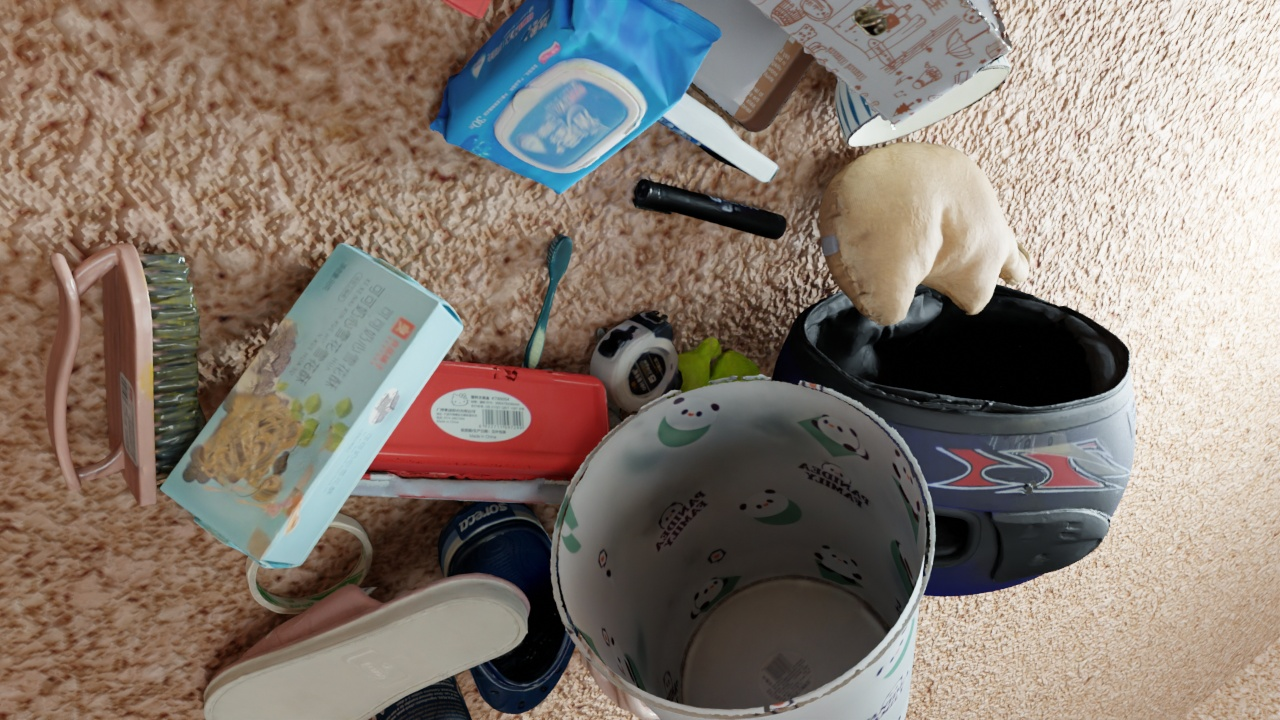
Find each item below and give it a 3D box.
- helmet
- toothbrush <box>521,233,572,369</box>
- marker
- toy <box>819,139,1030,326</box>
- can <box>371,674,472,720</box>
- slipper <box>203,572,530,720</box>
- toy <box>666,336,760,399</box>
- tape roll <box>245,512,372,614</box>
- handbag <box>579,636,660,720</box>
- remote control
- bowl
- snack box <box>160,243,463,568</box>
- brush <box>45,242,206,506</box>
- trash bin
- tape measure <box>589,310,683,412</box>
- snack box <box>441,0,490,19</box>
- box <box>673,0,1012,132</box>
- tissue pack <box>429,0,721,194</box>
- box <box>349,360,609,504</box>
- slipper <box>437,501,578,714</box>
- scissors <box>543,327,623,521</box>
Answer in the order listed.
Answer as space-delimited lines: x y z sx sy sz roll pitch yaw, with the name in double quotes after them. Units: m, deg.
0.245 0.077 0.767 0.315 0.247 0.241 -5 124 -22 "helmet"
-0.079 -0.004 0.654 0.016 0.018 0.192 2 122 -31 "toothbrush"
0.052 -0.107 0.662 0.131 0.020 0.022 7 134 -36 "marker"
0.239 -0.105 0.724 0.225 0.083 0.143 -7 93 -29 "toy"
-0.174 0.298 0.741 0.075 0.111 0.075 -16 129 -21 "can"
-0.202 0.210 0.668 0.275 0.054 0.114 -27 129 17 "slipper"
0.063 0.022 0.753 0.100 0.031 0.097 -8 123 -28 "toy"
-0.236 0.145 0.657 0.085 0.014 0.086 -17 129 -22 "tape roll"
0.038 0.176 0.798 0.192 0.093 0.234 -25 126 -33 "handbag"
0.036 -0.153 0.598 0.124 0.049 0.024 22 104 -42 "remote control"
0.187 -0.202 0.635 0.116 0.117 0.066 -19 86 -21 "bowl"
-0.183 0.025 0.524 0.174 0.074 0.051 -57 167 -9 "snack box"
-0.279 0.005 0.495 0.072 0.063 0.146 -11 127 -40 "brush"
0.087 0.176 0.636 0.229 0.229 0.252 -33 137 -9 "trash bin"
-0.004 0.004 0.686 0.065 0.033 0.066 -29 125 -27 "tape measure"
-0.067 -0.249 0.443 0.025 0.075 0.153 16 111 -40 "snack box"
0.076 -0.221 0.539 0.182 0.154 0.185 24 138 -38 "box"
-0.039 -0.152 0.509 0.095 0.052 0.158 19 145 -38 "tissue pack"
-0.129 0.059 0.633 0.201 0.095 0.102 6 156 -27 "box"
-0.093 0.210 0.736 0.105 0.095 0.253 -20 134 -17 "slipper"
-0.021 0.074 0.744 0.188 0.015 0.226 4 115 -37 "scissors"
